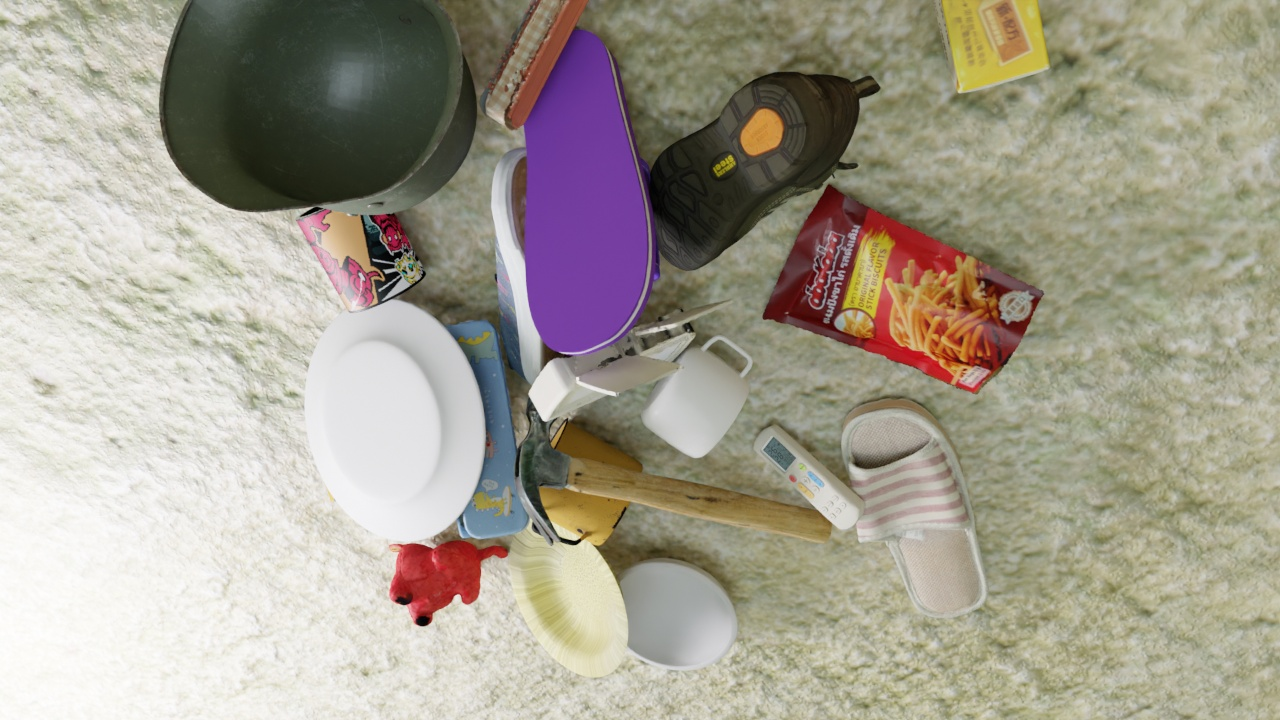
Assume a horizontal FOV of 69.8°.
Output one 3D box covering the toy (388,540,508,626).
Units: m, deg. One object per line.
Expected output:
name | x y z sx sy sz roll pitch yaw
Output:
toy | -0.221 0.225 1.041 0.133 0.094 0.088 -23 124 -8

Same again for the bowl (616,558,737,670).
bowl | 0.036 0.273 1.018 0.150 0.043 0.150 6 117 12

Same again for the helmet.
helmet | -0.232 -0.209 0.750 0.268 0.153 0.227 14 89 25

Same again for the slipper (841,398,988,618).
slipper | 0.272 0.158 0.904 0.115 0.052 0.263 -19 112 19

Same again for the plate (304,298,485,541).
plate | -0.251 0.060 0.899 0.243 0.016 0.242 4 98 30

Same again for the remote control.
remote control | 0.164 0.114 0.898 0.125 0.018 0.038 43 135 15

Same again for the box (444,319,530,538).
box | -0.159 0.066 0.904 0.086 0.073 0.209 -9 91 7

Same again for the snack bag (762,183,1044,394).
snack bag | 0.229 -0.056 0.813 0.208 0.066 0.139 26 125 8

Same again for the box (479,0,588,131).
box | -0.074 -0.272 0.721 0.071 0.056 0.187 37 102 39

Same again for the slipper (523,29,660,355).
slipper | -0.037 -0.135 0.774 0.107 0.084 0.266 -10 80 18

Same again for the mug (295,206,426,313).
mug | -0.274 -0.106 0.875 0.118 0.081 0.098 -2 120 44

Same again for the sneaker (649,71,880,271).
sneaker | 0.101 -0.168 0.756 0.101 0.142 0.239 59 148 3

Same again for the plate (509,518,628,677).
plate | -0.070 0.253 1.007 0.185 0.036 0.184 17 115 39

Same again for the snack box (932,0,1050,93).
snack box | 0.225 -0.313 0.635 0.062 0.109 0.230 -13 114 19

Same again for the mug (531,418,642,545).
mug | -0.062 0.133 0.922 0.094 0.123 0.101 30 139 -6

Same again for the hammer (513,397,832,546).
hammer | 0.038 0.134 0.891 0.330 0.132 0.033 15 156 -17

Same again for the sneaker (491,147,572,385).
sneaker | -0.101 -0.083 0.857 0.079 0.087 0.236 17 122 43

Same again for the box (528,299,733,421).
box | -0.008 0.000 0.790 0.058 0.144 0.188 65 156 2

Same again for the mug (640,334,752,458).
mug | 0.056 0.029 0.860 0.068 0.094 0.116 35 111 -6

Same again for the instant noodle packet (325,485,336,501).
instant noodle packet | -0.281 0.108 0.971 0.134 0.026 0.087 -5 110 15
